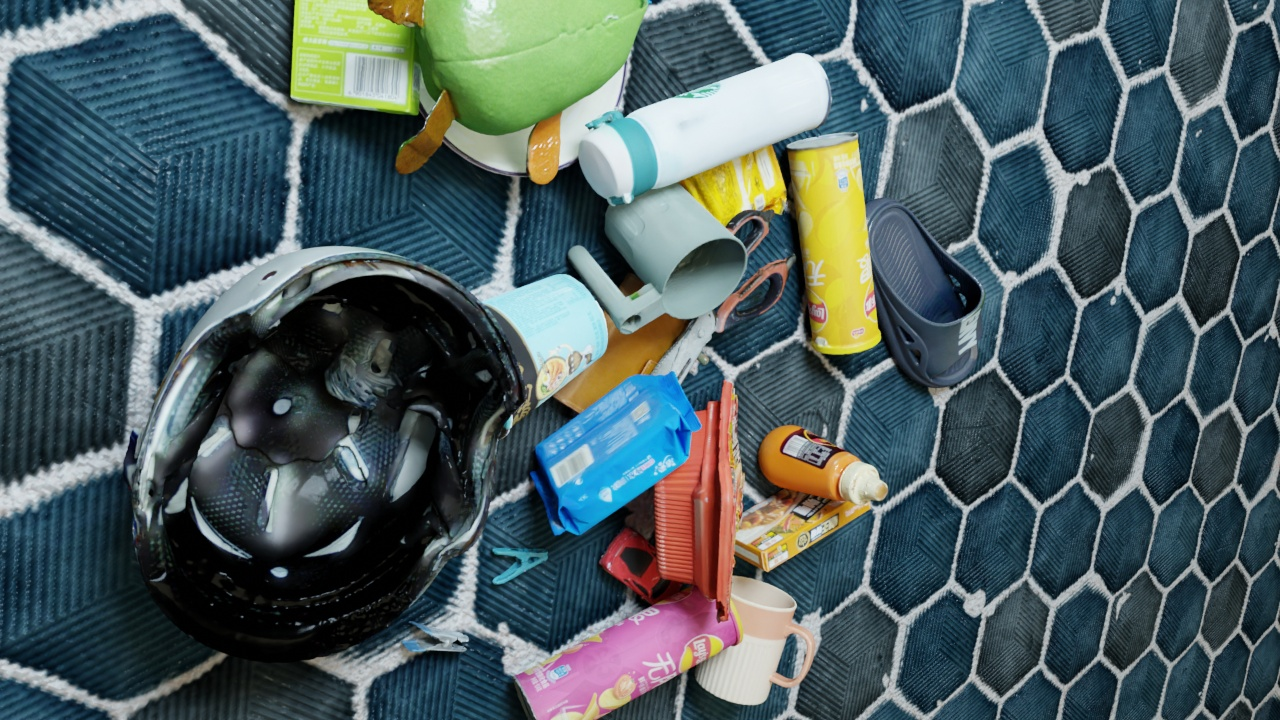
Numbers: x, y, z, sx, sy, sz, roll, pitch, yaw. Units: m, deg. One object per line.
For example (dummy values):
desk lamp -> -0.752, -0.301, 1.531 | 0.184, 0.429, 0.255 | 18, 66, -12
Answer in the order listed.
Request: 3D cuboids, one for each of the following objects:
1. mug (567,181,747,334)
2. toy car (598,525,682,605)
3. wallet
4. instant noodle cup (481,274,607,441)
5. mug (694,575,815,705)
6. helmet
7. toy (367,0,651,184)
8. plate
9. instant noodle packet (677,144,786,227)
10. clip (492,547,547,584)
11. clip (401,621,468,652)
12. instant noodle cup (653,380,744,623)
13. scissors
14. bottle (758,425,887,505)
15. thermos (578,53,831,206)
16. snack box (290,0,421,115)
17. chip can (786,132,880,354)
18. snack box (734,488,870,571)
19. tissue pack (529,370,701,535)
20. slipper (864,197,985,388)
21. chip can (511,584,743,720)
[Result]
mug -> 0.010, -0.088, 0.771 | 0.124, 0.103, 0.084 | -31, 145, -9
toy car -> 0.006, 0.204, 0.891 | 0.049, 0.031, 0.106 | -52, 126, -12
wallet -> -0.005, 0.005, 0.839 | 0.119, 0.035, 0.130 | 35, 83, -32
instant noodle cup -> -0.093, -0.012, 0.731 | 0.120, 0.111, 0.111 | -32, 117, -33
mug -> 0.120, 0.292, 0.941 | 0.081, 0.115, 0.106 | 3, 103, -63
helmet -> -0.218, 0.044, 0.622 | 0.229, 0.157, 0.274 | 17, 103, -35
toy -> -0.083, -0.227, 0.636 | 0.246, 0.090, 0.227 | -32, 136, -36
plate -> -0.099, -0.240, 0.709 | 0.192, 0.039, 0.192 | -9, 106, -33
instant noodle packet -> 0.074, -0.180, 0.840 | 0.110, 0.044, 0.128 | -25, 111, -21
clip -> -0.107, 0.179, 0.817 | 0.054, 0.013, 0.033 | -6, 105, -31
clip -> -0.171, 0.237, 0.780 | 0.058, 0.026, 0.042 | 24, 79, -36
instant noodle cup -> 0.055, 0.125, 0.833 | 0.079, 0.188, 0.165 | 0, 115, 5
scissors -> 0.071, -0.036, 0.846 | 0.205, 0.015, 0.202 | -12, 114, -34
bottle -> 0.185, 0.110, 0.918 | 0.066, 0.150, 0.067 | -9, 105, -33
thermos -> 0.053, -0.195, 0.759 | 0.223, 0.073, 0.073 | -26, 114, -25
snack box -> -0.189, -0.251, 0.624 | 0.086, 0.026, 0.156 | 6, 99, 2
chip can -> 0.195, -0.116, 0.922 | 0.071, 0.072, 0.213 | -22, 112, -29
snack box -> 0.161, 0.165, 0.961 | 0.153, 0.075, 0.026 | -23, 113, -29
tissue pack -> -0.020, 0.076, 0.776 | 0.157, 0.095, 0.052 | -36, 123, 3
slipper -> 0.321, -0.063, 1.016 | 0.110, 0.083, 0.268 | -48, 121, -14
chip can -> -0.010, 0.278, 0.855 | 0.210, 0.071, 0.071 | -22, 113, -21
